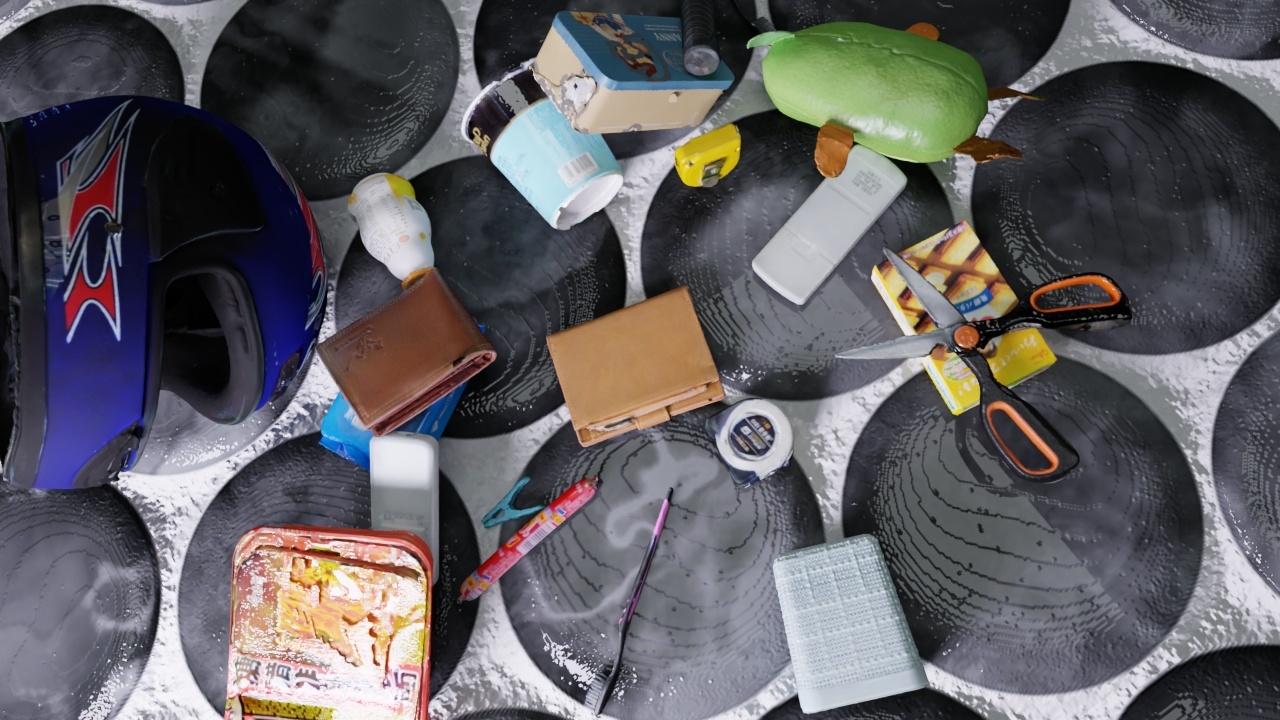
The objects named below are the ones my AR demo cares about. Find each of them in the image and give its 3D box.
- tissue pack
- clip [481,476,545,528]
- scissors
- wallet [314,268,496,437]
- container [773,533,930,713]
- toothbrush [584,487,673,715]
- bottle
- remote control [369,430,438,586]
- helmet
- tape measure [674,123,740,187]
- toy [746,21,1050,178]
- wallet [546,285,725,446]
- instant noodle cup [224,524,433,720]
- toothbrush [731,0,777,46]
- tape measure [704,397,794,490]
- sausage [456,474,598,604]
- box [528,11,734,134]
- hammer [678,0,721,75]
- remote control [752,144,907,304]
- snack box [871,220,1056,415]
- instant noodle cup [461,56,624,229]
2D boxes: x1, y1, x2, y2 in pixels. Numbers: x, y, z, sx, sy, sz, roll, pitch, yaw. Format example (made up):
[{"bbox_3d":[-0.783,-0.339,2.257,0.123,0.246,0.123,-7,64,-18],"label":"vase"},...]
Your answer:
[{"bbox_3d":[-0.204,0.025,0.794,0.095,0.052,0.157,23,80,15],"label":"tissue pack"},{"bbox_3d":[-0.110,0.125,0.776,0.054,0.013,0.034,-29,73,-2],"label":"clip"},{"bbox_3d":[0.276,-0.007,0.722,0.234,0.022,0.220,-18,70,4],"label":"scissors"},{"bbox_3d":[-0.194,-0.009,0.752,0.124,0.032,0.101,-35,63,-12],"label":"wallet"},{"bbox_3d":[0.149,0.195,0.685,0.090,0.090,0.111,-15,71,3],"label":"container"},{"bbox_3d":[-0.008,0.192,0.745,0.018,0.014,0.189,14,77,23],"label":"toothbrush"},{"bbox_3d":[-0.218,-0.113,0.825,0.063,0.063,0.108,-30,73,-1],"label":"bottle"},{"bbox_3d":[-0.193,0.124,0.754,0.056,0.020,0.136,5,106,7],"label":"remote control"},{"bbox_3d":[-0.377,-0.056,0.738,0.239,0.248,0.315,0,63,-37],"label":"helmet"},{"bbox_3d":[0.060,-0.175,0.806,0.060,0.057,0.029,-22,72,-3],"label":"tape measure"},{"bbox_3d":[0.213,-0.227,0.781,0.247,0.090,0.226,25,54,20],"label":"toy"},{"bbox_3d":[-0.005,0.005,0.783,0.132,0.031,0.107,-21,71,3],"label":"wallet"},{"bbox_3d":[-0.236,0.219,0.723,0.164,0.079,0.189,3,91,8],"label":"instant noodle cup"},{"bbox_3d":[0.074,-0.368,0.877,0.016,0.014,0.189,-34,73,-3],"label":"toothbrush"},{"bbox_3d":[0.094,0.065,0.753,0.066,0.033,0.065,-26,76,3],"label":"tape measure"},{"bbox_3d":[-0.094,0.148,0.764,0.156,0.020,0.020,-41,74,-4],"label":"sausage"},{"bbox_3d":[-0.001,-0.247,0.789,0.183,0.062,0.090,-22,69,-43],"label":"box"},{"bbox_3d":[0.045,-0.373,0.834,0.129,0.033,0.300,-7,58,7],"label":"hammer"},{"bbox_3d":[0.164,-0.118,0.796,0.058,0.021,0.150,41,84,15],"label":"remote control"},{"bbox_3d":[0.263,-0.036,0.757,0.087,0.034,0.140,-27,76,1],"label":"snack box"},{"bbox_3d":[-0.079,-0.184,0.811,0.111,0.111,0.120,-36,83,-3],"label":"instant noodle cup"}]
